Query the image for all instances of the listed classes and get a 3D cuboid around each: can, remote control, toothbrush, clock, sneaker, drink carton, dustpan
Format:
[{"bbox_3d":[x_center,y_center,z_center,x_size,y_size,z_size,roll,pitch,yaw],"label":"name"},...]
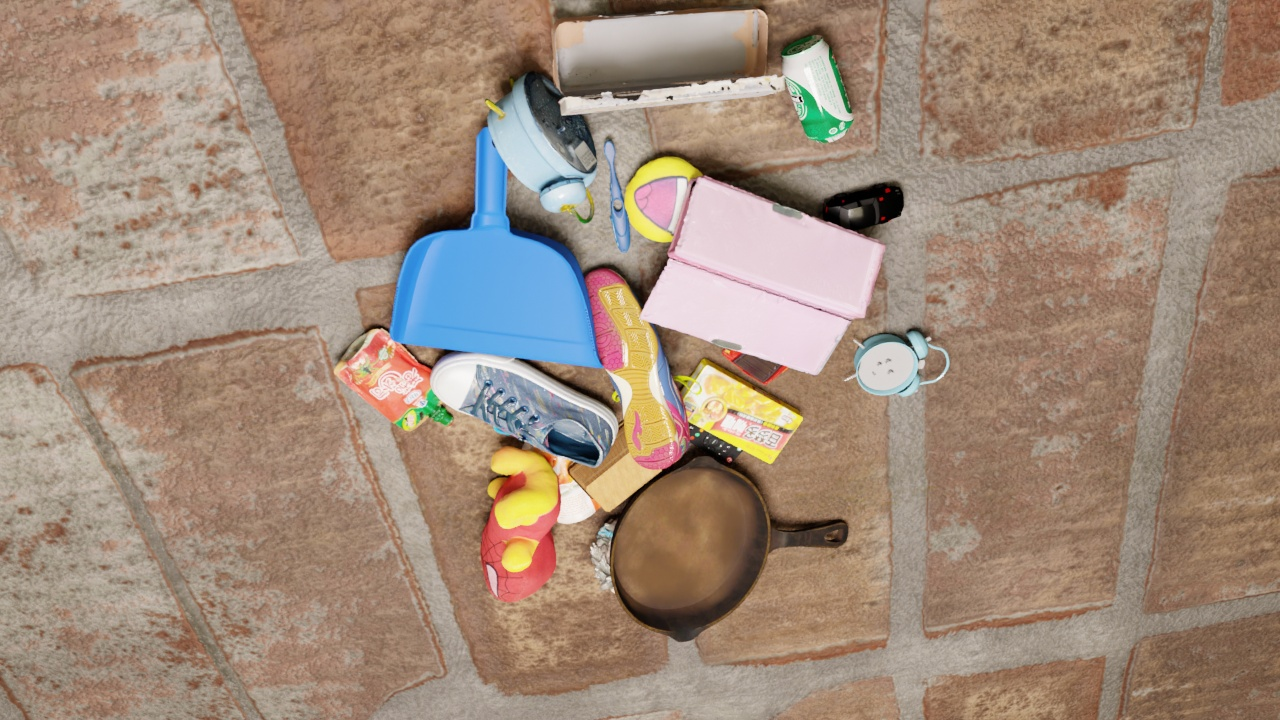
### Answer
[{"bbox_3d":[0.182,-0.276,0.943,0.053,0.053,0.101,-23,119,9],"label":"can"},{"bbox_3d":[0.077,0.091,1.171,0.124,0.010,0.039,32,113,-20],"label":"remote control"},{"bbox_3d":[-0.026,-0.179,1.007,0.021,0.016,0.132,-8,123,1],"label":"toothbrush"},{"bbox_3d":[0.318,0.006,1.122,0.123,0.042,0.087,2,120,-4],"label":"clock"},{"bbox_3d":[-0.006,0.006,1.076,0.116,0.090,0.242,-14,98,29],"label":"sneaker"},{"bbox_3d":[-0.135,0.059,1.080,0.235,0.079,0.088,22,116,-11],"label":"sneaker"},{"bbox_3d":[-0.102,0.149,1.182,0.069,0.038,0.122,-16,114,4],"label":"drink carton"},{"bbox_3d":[-0.089,-0.212,0.925,0.060,0.117,0.162,-27,110,23],"label":"clock"},{"bbox_3d":[-0.155,-0.119,0.991,0.246,0.059,0.258,7,108,7],"label":"dustpan"}]

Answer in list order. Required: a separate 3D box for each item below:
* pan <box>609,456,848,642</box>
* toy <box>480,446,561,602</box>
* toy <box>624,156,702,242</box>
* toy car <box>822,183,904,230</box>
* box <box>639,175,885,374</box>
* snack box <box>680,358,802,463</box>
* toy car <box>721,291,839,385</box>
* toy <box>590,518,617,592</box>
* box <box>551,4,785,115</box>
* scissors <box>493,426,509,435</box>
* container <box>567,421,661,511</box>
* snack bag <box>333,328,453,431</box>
[{"bbox_3d":[0.117,0.236,1.205,0.355,0.043,0.249,0,102,-25],"label":"pan"},{"bbox_3d":[-0.151,0.215,1.151,0.098,0.147,0.217,4,131,-7],"label":"toy"},{"bbox_3d":[0.030,-0.174,0.998,0.094,0.041,0.096,11,115,-5],"label":"toy"},{"bbox_3d":[0.250,-0.166,1.021,0.092,0.036,0.042,-13,120,3],"label":"toy car"},{"bbox_3d":[0.136,-0.083,0.994,0.232,0.059,0.180,15,106,-16],"label":"box"},{"bbox_3d":[0.121,0.064,1.144,0.152,0.025,0.075,28,105,-19],"label":"snack box"},{"bbox_3d":[0.182,-0.056,1.071,0.081,0.056,0.190,33,110,-22],"label":"toy car"},{"bbox_3d":[0.015,0.266,1.232,0.176,0.076,0.133,35,96,-20],"label":"toy"},{"bbox_3d":[0.024,-0.295,0.894,0.216,0.094,0.107,-8,91,-9],"label":"box"},{"bbox_3d":[-0.174,0.031,1.120,0.110,0.015,0.132,-30,114,17],"label":"scissors"},{"bbox_3d":[-0.028,0.133,1.146,0.114,0.061,0.063,-39,116,1],"label":"container"},{"bbox_3d":[-0.284,0.031,1.100,0.087,0.044,0.155,-42,121,8],"label":"snack bag"}]
